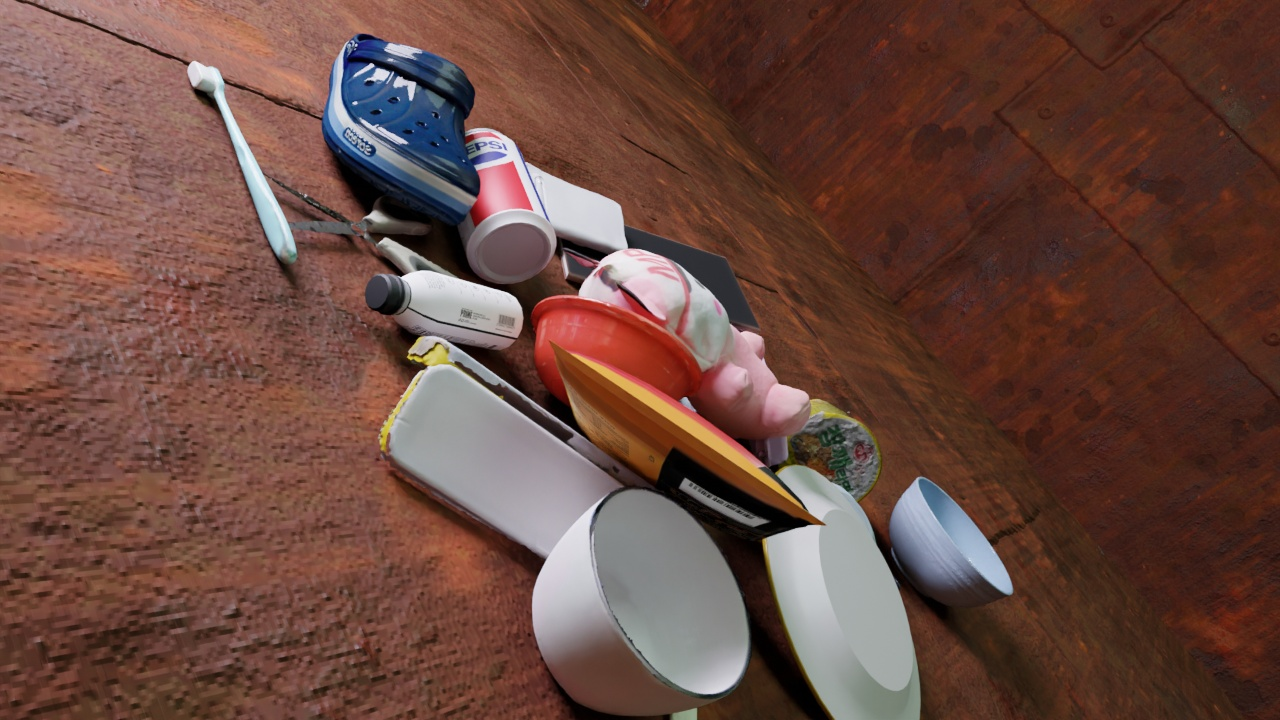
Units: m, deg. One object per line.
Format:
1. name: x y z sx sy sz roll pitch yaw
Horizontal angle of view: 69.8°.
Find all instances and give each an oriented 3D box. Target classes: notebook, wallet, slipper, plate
1. notebook: 0.013 -0.094 0.935 0.209 0.008 0.141 15 32 -22
2. wallet: -0.071 -0.141 0.897 0.116 0.032 0.086 21 37 -23
3. slipper: -0.183 -0.202 0.711 0.105 0.095 0.252 29 21 -40
4. plate: 0.165 0.185 0.708 0.229 0.021 0.229 39 36 -36

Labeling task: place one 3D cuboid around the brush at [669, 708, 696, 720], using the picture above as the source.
1. brush: 0.023 0.201 0.494 0.033 0.012 0.217 42 19 -14

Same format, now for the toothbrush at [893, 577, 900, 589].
1. toothbrush: 0.188 0.168 0.887 0.189 0.016 0.017 41 11 -18

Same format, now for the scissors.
1. scissors: -0.175 -0.084 0.626 0.169 0.013 0.157 42 18 -15

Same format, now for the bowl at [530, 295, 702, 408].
1. bowl: -0.024 0.010 0.642 0.130 0.131 0.045 37 63 -26

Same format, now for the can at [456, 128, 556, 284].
1. can: -0.117 -0.126 0.741 0.070 0.070 0.132 28 27 -42

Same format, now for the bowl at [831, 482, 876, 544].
1. bowl: 0.178 0.152 0.830 0.106 0.039 0.106 34 35 -28

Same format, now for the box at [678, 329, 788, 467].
1. box: 0.074 0.018 0.909 0.201 0.103 0.101 -100 -178 -57

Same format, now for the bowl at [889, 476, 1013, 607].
1. bowl: 0.323 0.208 0.995 0.150 0.075 0.150 40 21 -20

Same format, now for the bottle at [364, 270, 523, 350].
1. bottle: -0.126 -0.034 0.590 0.116 0.041 0.041 13 39 -57

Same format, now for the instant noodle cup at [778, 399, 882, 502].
1. instant noodle cup: 0.184 0.086 0.931 0.102 0.102 0.108 44 11 -8

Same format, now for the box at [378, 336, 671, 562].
1. box: -0.061 0.075 0.547 0.210 0.080 0.084 39 -19 -24

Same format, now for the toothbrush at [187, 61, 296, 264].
1. toothbrush: -0.243 -0.124 0.560 0.016 0.016 0.180 18 34 -58

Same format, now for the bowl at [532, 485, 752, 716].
1. bowl: -0.004 0.130 0.473 0.116 0.066 0.116 36 32 -27

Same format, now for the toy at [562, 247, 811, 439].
1. toy: 0.035 -0.016 0.721 0.213 0.084 0.142 37 14 -35

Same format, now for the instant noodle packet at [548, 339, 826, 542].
1. instant noodle packet: 0.019 0.059 0.551 0.160 0.032 0.221 33 -12 7
